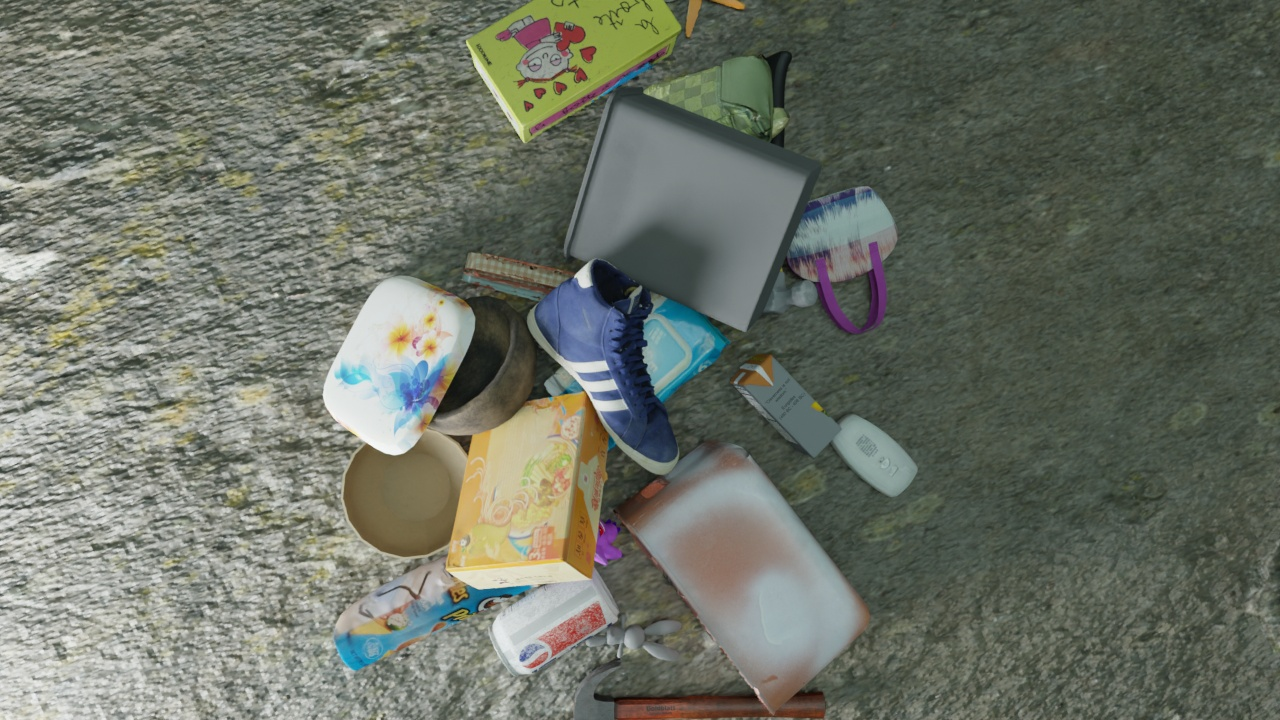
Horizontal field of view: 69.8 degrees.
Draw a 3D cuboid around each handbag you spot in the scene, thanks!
[{"bbox_3d":[0.079,-0.271,1.064,0.187,0.117,0.113,-12,51,25],"label":"handbag"},{"bbox_3d":[0.246,-0.115,1.102,0.144,0.068,0.170,-17,96,-4],"label":"handbag"}]

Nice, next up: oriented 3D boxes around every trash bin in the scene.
[{"bbox_3d":[0.053,-0.162,0.983,0.220,0.097,0.192,25,114,12],"label":"trash bin"},{"bbox_3d":[0.109,0.225,1.019,0.157,0.181,0.259,-39,91,-7],"label":"trash bin"}]

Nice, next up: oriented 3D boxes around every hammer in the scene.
[{"bbox_3d":[0.070,0.410,1.087,0.300,0.028,0.111,1,89,-5],"label":"hammer"},{"bbox_3d":[0.154,-0.210,1.081,0.029,0.127,0.323,12,75,-38],"label":"hammer"}]

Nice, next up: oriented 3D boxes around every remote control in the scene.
[{"bbox_3d":[0.280,0.113,1.110,0.114,0.028,0.060,40,86,-3],"label":"remote control"}]

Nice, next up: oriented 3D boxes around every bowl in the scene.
[{"bbox_3d":[-0.184,0.013,1.024,0.162,0.162,0.070,-47,137,-4],"label":"bowl"},{"bbox_3d":[-0.261,0.148,1.055,0.152,0.050,0.152,0,89,-5],"label":"bowl"}]

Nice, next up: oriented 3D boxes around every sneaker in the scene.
[{"bbox_3d":[-0.007,-0.003,0.973,0.233,0.091,0.119,50,124,7],"label":"sneaker"}]

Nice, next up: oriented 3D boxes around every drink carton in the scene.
[{"bbox_3d":[0.169,0.052,1.081,0.048,0.076,0.125,-45,96,-5],"label":"drink carton"}]

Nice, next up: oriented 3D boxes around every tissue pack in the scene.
[{"bbox_3d":[-0.006,0.006,1.073,0.209,0.066,0.117,-41,91,-3],"label":"tissue pack"}]

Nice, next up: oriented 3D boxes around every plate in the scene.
[{"bbox_3d":[-0.274,-0.002,1.014,0.187,0.016,0.187,24,85,38],"label":"plate"}]

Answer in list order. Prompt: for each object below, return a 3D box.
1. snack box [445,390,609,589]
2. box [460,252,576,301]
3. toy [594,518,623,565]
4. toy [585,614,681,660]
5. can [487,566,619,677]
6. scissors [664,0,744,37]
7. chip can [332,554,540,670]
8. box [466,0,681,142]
[{"bbox_3d":[-0.113,0.143,0.994,0.145,0.080,0.194,-11,54,24],"label":"snack box"},{"bbox_3d":[-0.115,-0.095,1.075,0.187,0.058,0.060,13,47,-5],"label":"box"},{"bbox_3d":[-0.067,0.203,1.052,0.106,0.088,0.056,34,93,-3],"label":"toy"},{"bbox_3d":[-0.008,0.326,1.081,0.112,0.030,0.049,5,73,1],"label":"toy"},{"bbox_3d":[-0.099,0.296,1.050,0.136,0.078,0.078,-31,91,-5],"label":"can"},{"bbox_3d":[0.067,-0.454,1.116,0.130,0.011,0.125,13,86,-2],"label":"scissors"},{"bbox_3d":[-0.233,0.268,1.044,0.229,0.080,0.080,-25,91,-5],"label":"chip can"},{"bbox_3d":[-0.076,-0.366,1.068,0.221,0.082,0.124,-31,91,-4],"label":"box"}]
